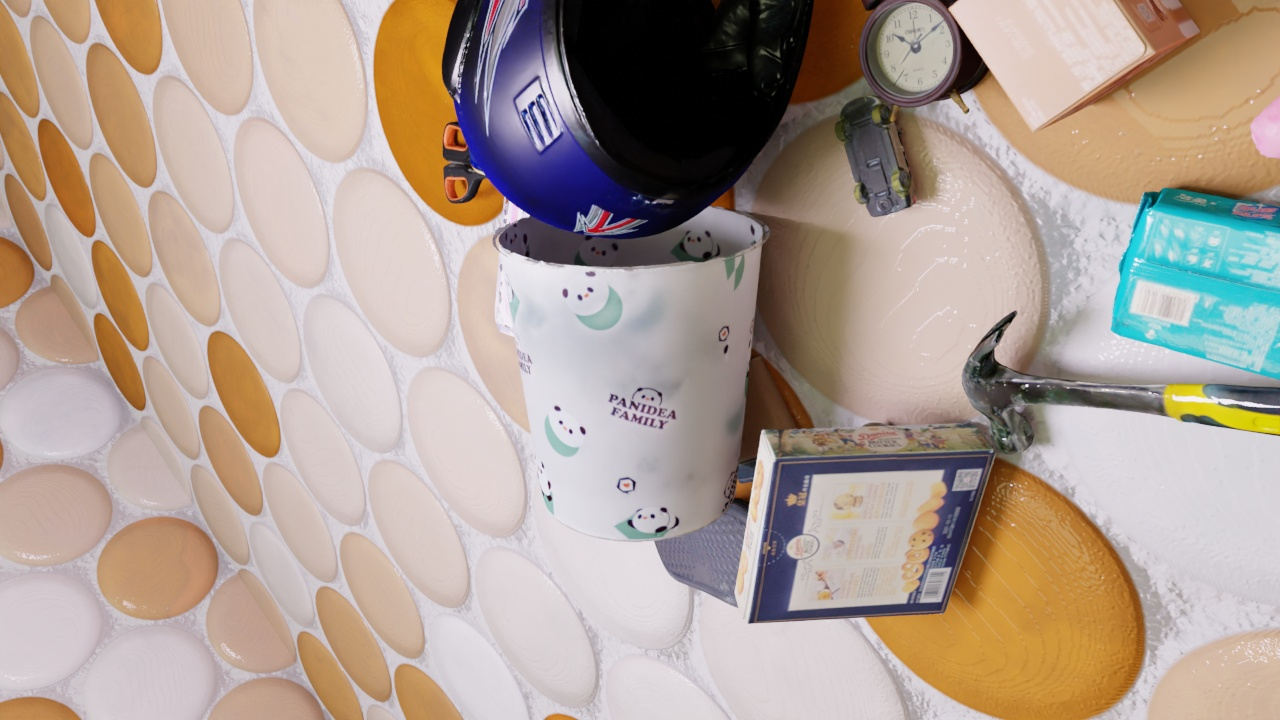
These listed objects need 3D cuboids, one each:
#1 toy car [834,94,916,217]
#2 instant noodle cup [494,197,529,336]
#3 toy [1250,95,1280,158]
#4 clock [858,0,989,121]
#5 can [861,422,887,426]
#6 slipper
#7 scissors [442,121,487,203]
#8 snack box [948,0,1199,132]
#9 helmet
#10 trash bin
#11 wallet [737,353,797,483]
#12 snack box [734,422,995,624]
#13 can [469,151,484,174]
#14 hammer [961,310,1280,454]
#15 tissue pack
[{"bbox_3d":[0.180,-0.156,0.695,0.042,0.035,0.090,-11,102,47],"label":"toy car"},{"bbox_3d":[-0.090,-0.106,0.942,0.138,0.060,0.173,16,101,54],"label":"instant noodle cup"},{"bbox_3d":[0.415,-0.163,0.425,0.195,0.074,0.179,23,116,32],"label":"toy"},{"bbox_3d":[0.193,-0.228,0.625,0.082,0.055,0.122,7,119,44],"label":"clock"},{"bbox_3d":[0.192,0.118,0.819,0.053,0.053,0.133,39,134,24],"label":"can"},{"bbox_3d":[0.094,0.184,0.949,0.269,0.083,0.110,-17,90,66],"label":"slipper"},{"bbox_3d":[-0.163,-0.196,0.992,0.235,0.021,0.143,47,133,41],"label":"scissors"},{"bbox_3d":[0.257,-0.202,0.545,0.093,0.094,0.077,58,139,4],"label":"snack box"},{"bbox_3d":[-0.018,-0.252,0.700,0.241,0.247,0.315,16,93,60],"label":"helmet"},{"bbox_3d":[-0.005,0.005,0.815,0.230,0.228,0.252,18,120,39],"label":"trash bin"},{"bbox_3d":[0.107,0.059,0.892,0.090,0.033,0.115,-26,91,47],"label":"wallet"},{"bbox_3d":[0.180,0.137,0.759,0.045,0.182,0.178,-102,13,-57],"label":"snack box"},{"bbox_3d":[-0.128,-0.228,0.899,0.074,0.147,0.049,2,122,2],"label":"can"},{"bbox_3d":[0.349,0.027,0.566,0.324,0.031,0.126,6,139,51],"label":"hammer"},{"bbox_3d":[0.363,-0.047,0.555,0.133,0.050,0.093,23,126,35],"label":"tissue pack"}]
